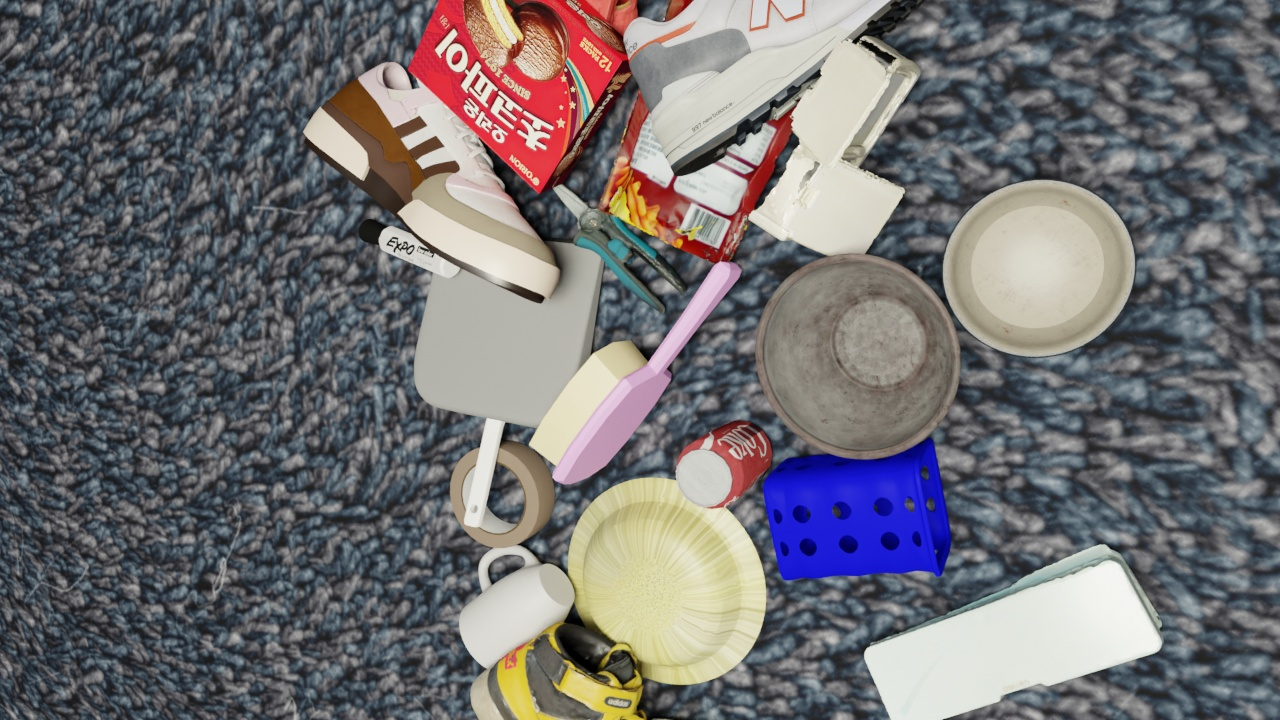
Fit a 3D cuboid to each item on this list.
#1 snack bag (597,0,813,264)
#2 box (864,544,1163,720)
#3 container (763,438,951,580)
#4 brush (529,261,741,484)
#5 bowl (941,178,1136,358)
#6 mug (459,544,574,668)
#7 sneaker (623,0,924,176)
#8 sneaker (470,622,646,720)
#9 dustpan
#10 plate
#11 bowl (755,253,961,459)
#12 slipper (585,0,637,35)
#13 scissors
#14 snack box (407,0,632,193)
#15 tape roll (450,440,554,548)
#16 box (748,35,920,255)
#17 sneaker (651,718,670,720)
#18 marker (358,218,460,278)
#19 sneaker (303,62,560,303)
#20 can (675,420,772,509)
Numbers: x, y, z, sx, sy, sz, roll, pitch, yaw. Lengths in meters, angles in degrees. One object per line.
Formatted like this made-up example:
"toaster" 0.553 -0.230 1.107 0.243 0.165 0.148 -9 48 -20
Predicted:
"snack bag" 0.055 -0.187 0.697 0.139 0.066 0.208 26 105 13
"box" 0.263 0.204 0.662 0.199 0.072 0.086 -32 103 25
"container" 0.160 0.112 0.678 0.114 0.084 0.085 -10 94 26
"brush" -0.004 0.004 0.732 0.043 0.089 0.229 44 113 18
"bowl" 0.267 -0.062 0.620 0.116 0.059 0.115 3 98 23
"mug" -0.112 0.210 0.828 0.090 0.071 0.107 -41 53 20
"sneaker" 0.087 -0.244 0.629 0.240 0.088 0.124 -37 88 11
"sneaker" -0.022 0.318 0.754 0.238 0.086 0.122 45 109 6
"dustpan" -0.126 0.017 0.804 0.163 0.033 0.257 9 83 23
"plate" 0.012 0.195 0.781 0.185 0.036 0.184 3 99 23
"bowl" 0.163 -0.008 0.664 0.145 0.067 0.145 7 105 30
"slipper" -0.052 -0.285 0.732 0.103 0.059 0.249 23 121 19
"scissors" -0.026 -0.093 0.760 0.130 0.019 0.135 0 82 7
"snack box" -0.094 -0.234 0.722 0.152 0.035 0.133 44 127 5
"tape roll" -0.126 0.121 0.835 0.094 0.030 0.094 3 98 23
"box" 0.134 -0.131 0.602 0.081 0.181 0.144 37 117 14
"sneaker" 0.100 0.347 0.752 0.236 0.078 0.084 6 106 40
"marker" -0.213 -0.104 0.833 0.126 0.025 0.025 23 106 33
"sneaker" -0.155 -0.161 0.771 0.294 0.111 0.116 39 97 29
"can" 0.065 0.080 0.708 0.054 0.096 0.054 3 98 23
